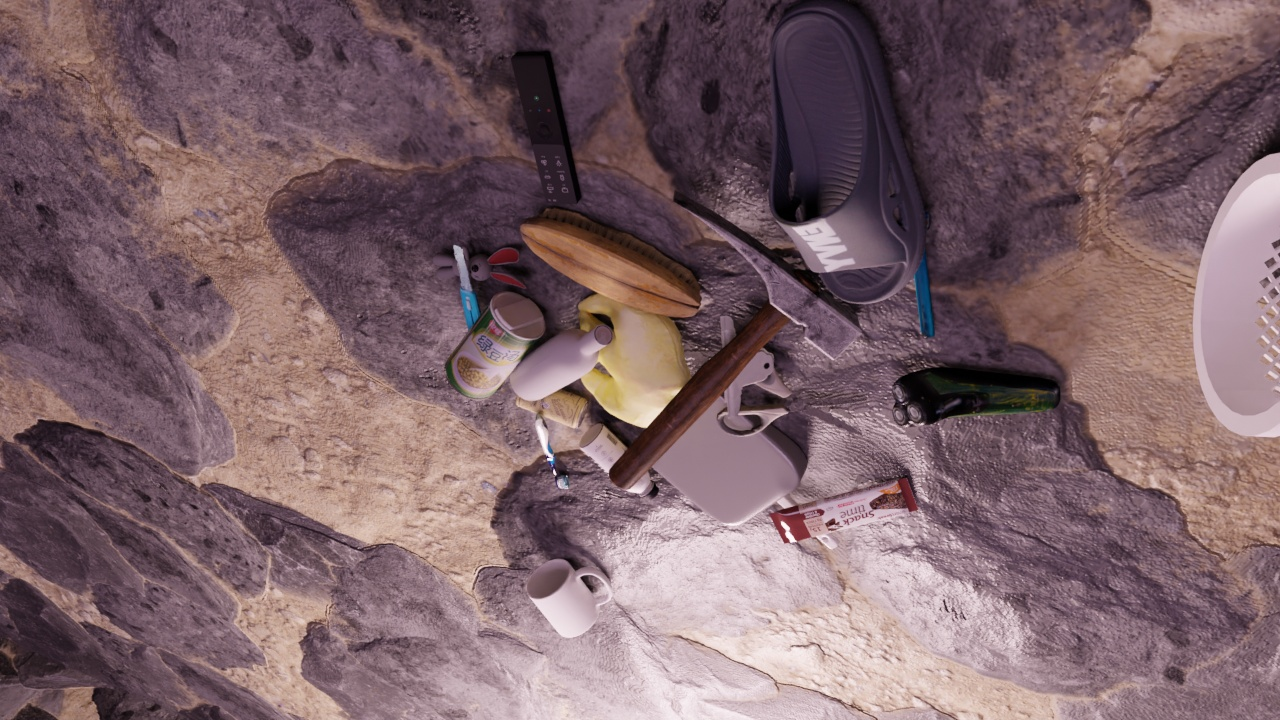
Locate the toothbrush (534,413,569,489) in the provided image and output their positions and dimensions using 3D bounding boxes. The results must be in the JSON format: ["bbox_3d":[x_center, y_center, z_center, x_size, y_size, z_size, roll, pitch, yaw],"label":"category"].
[{"bbox_3d":[-0.110,0.117,1.147,0.017,0.016,0.189,4,146,9],"label":"toothbrush"}]

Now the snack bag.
[{"bbox_3d":[0.229,0.172,1.037,0.158,0.013,0.057,-17,126,16],"label":"snack bag"}]

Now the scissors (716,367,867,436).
[{"bbox_3d":[0.149,0.044,0.975,0.166,0.012,0.157,-37,103,31],"label":"scissors"}]

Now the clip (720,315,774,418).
[{"bbox_3d":[0.103,0.007,0.944,0.052,0.057,0.102,16,123,38],"label":"clip"}]

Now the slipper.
[{"bbox_3d":[0.157,-0.148,0.741,0.111,0.083,0.268,8,131,39],"label":"slipper"}]

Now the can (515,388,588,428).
[{"bbox_3d":[-0.105,0.050,1.093,0.079,0.038,0.038,21,136,7],"label":"can"}]

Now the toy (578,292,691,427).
[{"bbox_3d":[-0.006,0.006,0.987,0.155,0.064,0.171,28,135,25],"label":"toy"}]

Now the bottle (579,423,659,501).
[{"bbox_3d":[-0.022,0.129,1.125,0.041,0.041,0.116,-28,114,40],"label":"bottle"}]

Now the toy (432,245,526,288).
[{"bbox_3d":[-0.173,-0.101,0.993,0.112,0.030,0.049,4,120,22],"label":"toy"}]

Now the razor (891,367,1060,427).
[{"bbox_3d":[0.315,0.038,0.866,0.151,0.067,0.054,0,119,15],"label":"razor"}]

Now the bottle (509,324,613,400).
[{"bbox_3d":[-0.082,-0.002,0.987,0.052,0.052,0.196,40,151,-13],"label":"bottle"}]

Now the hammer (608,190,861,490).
[{"bbox_3d":[0.036,0.004,0.905,0.217,0.037,0.301,35,115,-13],"label":"hammer"}]

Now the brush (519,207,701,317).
[{"bbox_3d":[-0.028,-0.098,0.916,0.195,0.043,0.059,25,137,1],"label":"brush"}]

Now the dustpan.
[{"bbox_3d":[0.130,0.141,1.075,0.257,0.033,0.164,42,134,-3],"label":"dustpan"}]

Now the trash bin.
[{"bbox_3d":[0.526,-0.038,0.623,0.200,0.195,0.196,4,132,9],"label":"trash bin"}]

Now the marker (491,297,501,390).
[{"bbox_3d":[-0.169,-0.019,1.080,0.011,0.011,0.152,17,136,10],"label":"marker"}]

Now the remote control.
[{"bbox_3d":[-0.087,-0.214,0.859,0.034,0.013,0.150,6,132,20],"label":"remote control"}]

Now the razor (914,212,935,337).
[{"bbox_3d":[0.250,-0.077,0.822,0.042,0.022,0.144,15,143,38],"label":"razor"}]

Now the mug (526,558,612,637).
[{"bbox_3d":[-0.097,0.341,1.344,0.110,0.073,0.090,-25,119,11],"label":"mug"}]

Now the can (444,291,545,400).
[{"bbox_3d":[-0.163,-0.016,1.026,0.067,0.067,0.121,36,125,-10],"label":"can"}]

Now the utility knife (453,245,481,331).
[{"bbox_3d":[-0.191,-0.070,1.012,0.022,0.015,0.179,8,147,6],"label":"utility knife"}]
